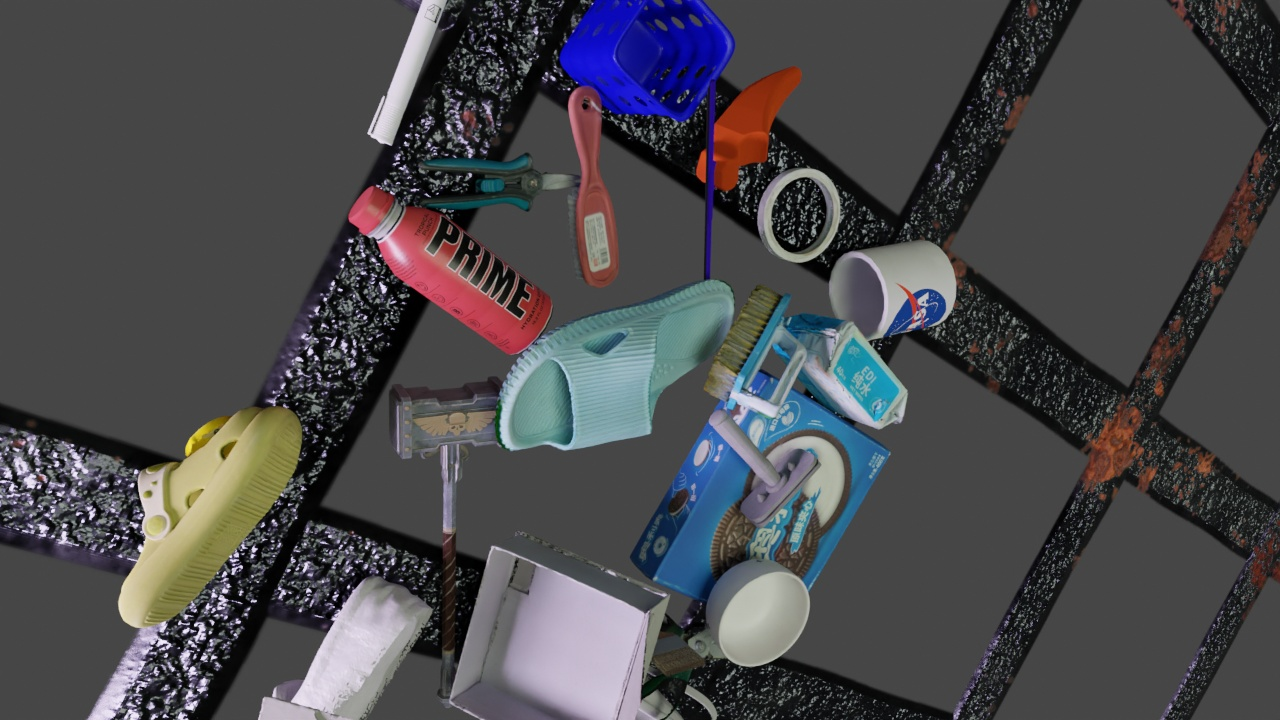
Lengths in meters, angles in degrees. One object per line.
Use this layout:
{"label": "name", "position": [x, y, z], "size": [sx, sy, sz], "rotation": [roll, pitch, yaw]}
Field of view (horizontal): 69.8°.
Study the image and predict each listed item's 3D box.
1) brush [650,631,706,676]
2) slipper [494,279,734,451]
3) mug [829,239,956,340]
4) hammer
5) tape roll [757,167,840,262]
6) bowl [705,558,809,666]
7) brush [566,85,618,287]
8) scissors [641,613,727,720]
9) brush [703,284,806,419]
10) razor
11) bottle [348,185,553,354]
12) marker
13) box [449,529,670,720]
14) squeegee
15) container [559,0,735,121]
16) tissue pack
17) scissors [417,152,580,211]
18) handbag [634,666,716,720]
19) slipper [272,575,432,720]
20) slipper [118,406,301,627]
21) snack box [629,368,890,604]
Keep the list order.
{"label": "brush", "position": [0.001, 0.256, 0.876], "size": [0.045, 0.143, 0.008], "rotation": [-4, 108, -36]}
{"label": "slipper", "position": [-0.005, 0.005, 0.813], "size": [0.275, 0.069, 0.116], "rotation": [-25, 131, -32]}
{"label": "mug", "position": [0.254, -0.063, 0.953], "size": [0.090, 0.091, 0.122], "rotation": [-12, 145, -24]}
{"label": "hammer", "position": [-0.172, 0.175, 0.826], "size": [0.098, 0.044, 0.322], "rotation": [-5, 109, -26]}
{"label": "tape roll", "position": [0.159, -0.145, 0.914], "size": [0.093, 0.013, 0.093], "rotation": [-8, 109, -25]}
{"label": "bowl", "position": [0.112, 0.246, 0.918], "size": [0.104, 0.054, 0.105], "rotation": [-7, 110, -21]}
{"label": "brush", "position": [-0.047, -0.148, 0.791], "size": [0.040, 0.030, 0.172], "rotation": [-20, 117, -34]}
{"label": "scissors", "position": [0.028, 0.285, 0.954], "size": [0.208, 0.015, 0.154], "rotation": [-23, 82, -37]}
{"label": "brush", "position": [0.121, -0.013, 0.877], "size": [0.135, 0.075, 0.055], "rotation": [-58, 169, -34]}
{"label": "razor", "position": [0.107, 0.091, 0.881], "size": [0.088, 0.047, 0.116], "rotation": [-45, 111, -8]}
{"label": "bottle", "position": [-0.154, -0.075, 0.744], "size": [0.176, 0.062, 0.062], "rotation": [38, 86, -31]}
{"label": "marker", "position": [-0.179, -0.232, 0.710], "size": [0.020, 0.017, 0.133], "rotation": [20, 95, -32]}
{"label": "box", "position": [0.012, 0.305, 0.689], "size": [0.148, 0.507, 0.167], "rotation": [10, 99, -34]}
{"label": "squeegee", "position": [0.093, -0.205, 0.826], "size": [0.184, 0.055, 0.250], "rotation": [-52, 159, -25]}
{"label": "container", "position": [0.002, -0.250, 0.742], "size": [0.085, 0.114, 0.084], "rotation": [37, 86, -31]}
{"label": "tissue pack", "position": [0.204, 0.007, 0.937], "size": [0.144, 0.093, 0.061], "rotation": [44, 80, -30]}
{"label": "scissors", "position": [-0.118, -0.143, 0.768], "size": [0.138, 0.019, 0.129], "rotation": [-49, 127, -10]}
{"label": "handbag", "position": [-0.051, 0.385, 0.943], "size": [0.215, 0.096, 0.222], "rotation": [-45, 108, -12]}
{"label": "slipper", "position": [-0.276, 0.296, 0.787], "size": [0.247, 0.074, 0.112], "rotation": [-57, 152, 0]}
{"label": "slipper", "position": [-0.339, 0.109, 0.702], "size": [0.081, 0.092, 0.190], "rotation": [31, 77, 8]}
{"label": "snack box", "position": [0.129, 0.149, 0.961], "size": [0.195, 0.056, 0.239], "rotation": [30, 91, -30]}
